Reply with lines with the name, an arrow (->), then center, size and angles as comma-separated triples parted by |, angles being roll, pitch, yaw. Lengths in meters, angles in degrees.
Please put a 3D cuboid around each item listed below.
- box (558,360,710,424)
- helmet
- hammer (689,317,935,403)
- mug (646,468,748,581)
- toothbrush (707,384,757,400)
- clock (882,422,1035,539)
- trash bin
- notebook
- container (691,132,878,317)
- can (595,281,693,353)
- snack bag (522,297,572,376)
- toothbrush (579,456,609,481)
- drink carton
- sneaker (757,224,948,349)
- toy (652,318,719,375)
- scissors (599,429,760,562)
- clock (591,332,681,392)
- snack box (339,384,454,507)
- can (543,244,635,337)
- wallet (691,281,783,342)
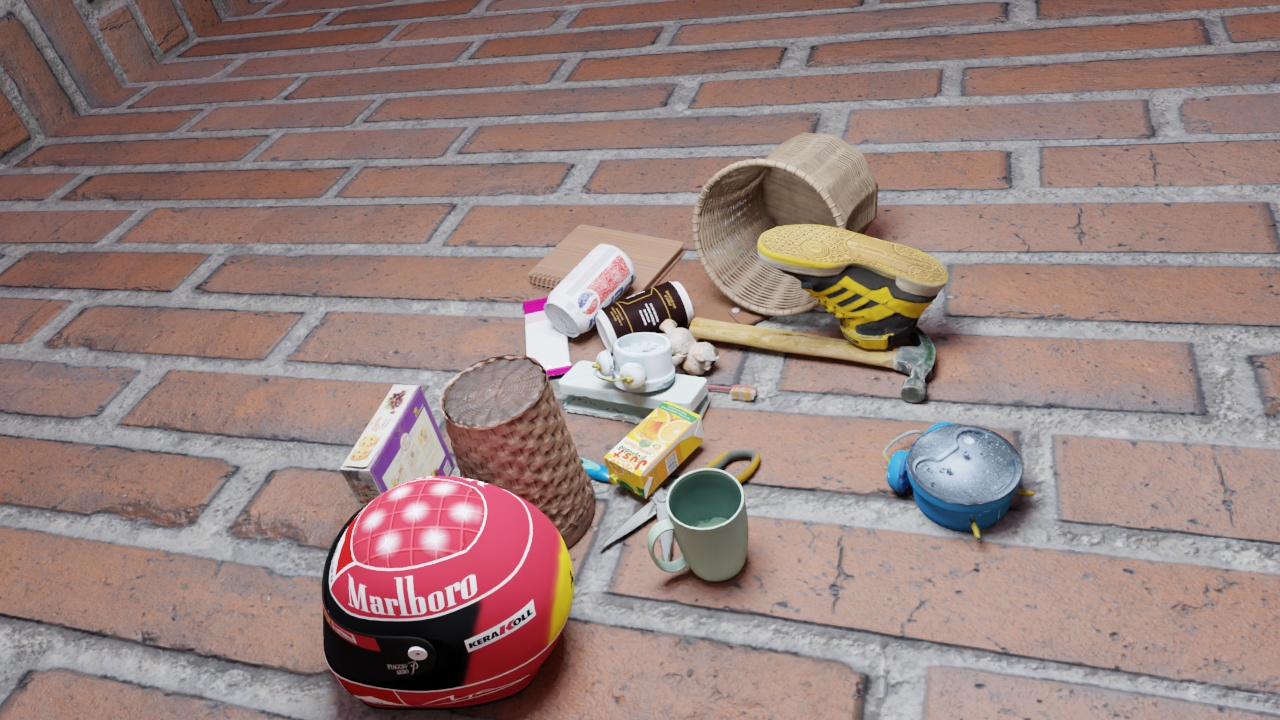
box -> -0.009, 0.040, 1.216 | 0.199, 0.070, 0.085 | 7, 63, 25
helmet -> -0.204, 0.225, 0.917 | 0.271, 0.225, 0.197 | -8, 39, 5
hammer -> 0.225, -0.023, 1.230 | 0.331, 0.033, 0.131 | 10, 46, 23
mug -> 0.061, 0.186, 0.978 | 0.111, 0.104, 0.084 | -20, 40, -9
toothbrush -> 0.066, 0.036, 1.227 | 0.185, 0.015, 0.015 | 5, 33, 24
clock -> 0.341, 0.121, 1.012 | 0.116, 0.060, 0.161 | -30, 40, -18
trash bin -> -0.146, 0.109, 1.048 | 0.151, 0.210, 0.151 | -9, 39, 7
notebook -> -0.058, -0.156, 1.486 | 0.211, 0.022, 0.168 | 14, 46, 30
container -> 0.219, -0.205, 1.309 | 0.227, 0.227, 0.195 | 12, 34, 28
can -> 0.005, -0.061, 1.316 | 0.128, 0.072, 0.072 | -23, 40, -12
snack bag -> -0.140, -0.037, 1.373 | 0.070, 0.016, 0.196 | -13, 39, 0
toothbrush -> -0.084, 0.126, 1.165 | 0.135, 0.017, 0.022 | 23, 51, 33
drink carton -> 0.016, 0.108, 1.108 | 0.058, 0.041, 0.122 | 23, 52, 37
sneaker -> 0.254, -0.092, 1.165 | 0.238, 0.122, 0.085 | 12, 43, -1
toy -> 0.060, -0.013, 1.257 | 0.106, 0.074, 0.085 | 12, 30, 20
scissors -> 0.030, 0.149, 1.102 | 0.224, 0.016, 0.226 | -30, 42, -19
clock -> -0.007, 0.007, 1.173 | 0.117, 0.057, 0.083 | -24, 32, -38
snack box -> -0.289, 0.129, 1.115 | 0.041, 0.148, 0.143 | 1, 41, 17
can -> -0.074, -0.104, 1.355 | 0.078, 0.078, 0.135 | 22, 58, 35
wallet -> 0.135, -0.073, 1.338 | 0.121, 0.013, 0.087 | -24, 40, -12
